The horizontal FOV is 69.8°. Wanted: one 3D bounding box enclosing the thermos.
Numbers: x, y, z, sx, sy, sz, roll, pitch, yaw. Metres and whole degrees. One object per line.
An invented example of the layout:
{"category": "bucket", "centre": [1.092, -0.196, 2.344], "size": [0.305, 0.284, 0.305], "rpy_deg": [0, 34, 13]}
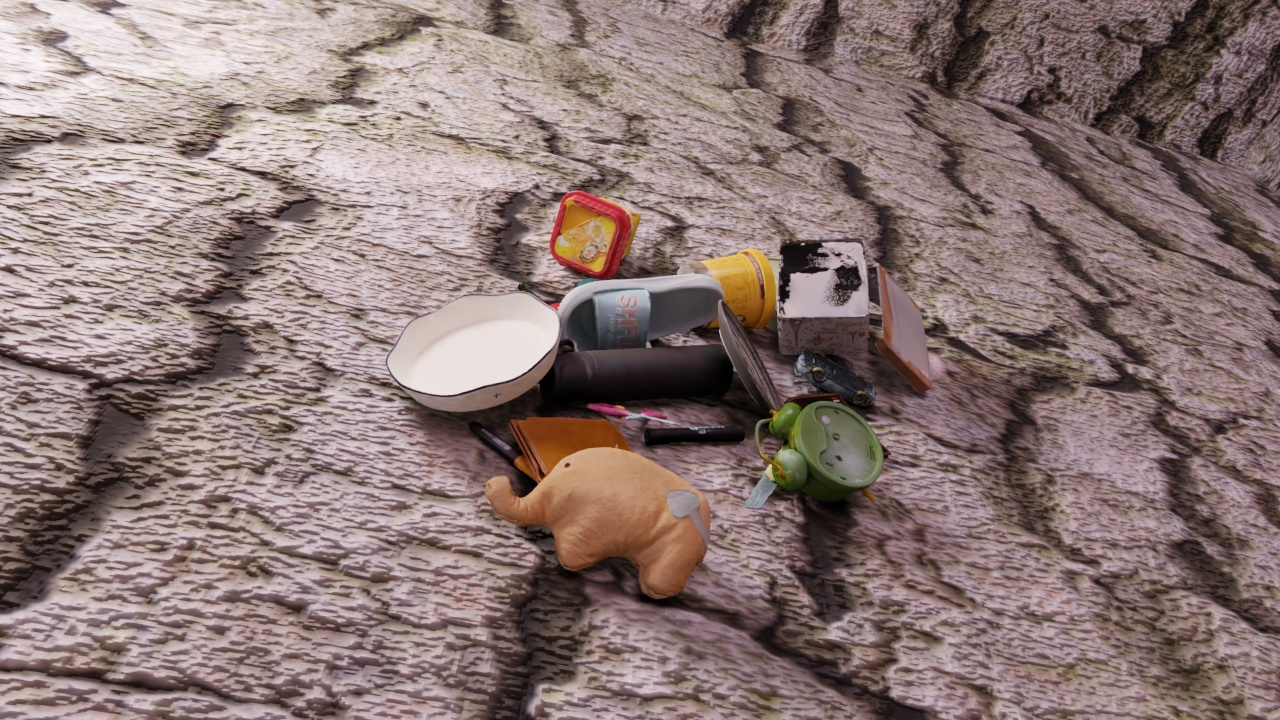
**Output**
{"category": "thermos", "centre": [-0.007, 0.007, 1.151], "size": [0.242, 0.069, 0.090], "rpy_deg": [-1, 56, -26]}

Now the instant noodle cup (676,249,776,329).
{"category": "instant noodle cup", "centre": [0.120, -0.099, 1.335], "size": [0.114, 0.119, 0.118], "rpy_deg": [-7, 39, -21]}

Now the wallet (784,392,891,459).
{"category": "wallet", "centre": [0.257, 0.089, 1.201], "size": [0.096, 0.020, 0.122], "rpy_deg": [-5, 41, -30]}

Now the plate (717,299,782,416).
{"category": "plate", "centre": [0.137, 0.004, 1.182], "size": [0.024, 0.179, 0.179], "rpy_deg": [-29, 23, 13]}

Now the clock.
{"category": "clock", "centre": [0.209, 0.107, 1.087], "size": [0.161, 0.056, 0.116], "rpy_deg": [15, 49, -16]}

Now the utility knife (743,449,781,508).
{"category": "utility knife", "centre": [0.176, 0.117, 1.112], "size": [0.031, 0.021, 0.207], "rpy_deg": [29, 37, 16]}

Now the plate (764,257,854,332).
{"category": "plate", "centre": [0.246, -0.104, 1.472], "size": [0.230, 0.028, 0.229], "rpy_deg": [11, 33, -7]}

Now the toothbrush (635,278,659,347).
{"category": "toothbrush", "centre": [0.015, -0.046, 1.286], "size": [0.027, 0.026, 0.212], "rpy_deg": [6, 37, -18]}

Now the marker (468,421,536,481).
{"category": "marker", "centre": [-0.142, 0.101, 1.008], "size": [0.124, 0.015, 0.018], "rpy_deg": [32, 34, 22]}

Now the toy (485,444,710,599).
{"category": "toy", "centre": [-0.039, 0.148, 0.920], "size": [0.226, 0.083, 0.143], "rpy_deg": [18, 46, 2]}

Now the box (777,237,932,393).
{"category": "box", "centre": [0.320, -0.075, 1.347], "size": [0.271, 0.133, 0.178], "rpy_deg": [19, 46, -10]}

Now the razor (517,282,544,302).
{"category": "razor", "centre": [-0.166, -0.059, 1.223], "size": [0.043, 0.028, 0.132], "rpy_deg": [45, 27, -15]}

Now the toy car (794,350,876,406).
{"category": "toy car", "centre": [0.273, 0.027, 1.283], "size": [0.120, 0.037, 0.054], "rpy_deg": [25, 33, -5]}

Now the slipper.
{"category": "slipper", "centre": [0.004, -0.053, 1.205], "size": [0.245, 0.104, 0.074], "rpy_deg": [-11, 46, -21]}

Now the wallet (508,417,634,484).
{"category": "wallet", "centre": [-0.071, 0.095, 1.018], "size": [0.130, 0.035, 0.119], "rpy_deg": [6, 30, -35]}

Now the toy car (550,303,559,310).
{"category": "toy car", "centre": [-0.118, -0.045, 1.223], "size": [0.049, 0.031, 0.106], "rpy_deg": [25, 36, 14]}

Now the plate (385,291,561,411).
{"category": "plate", "centre": [-0.190, -0.010, 1.071], "size": [0.205, 0.046, 0.204], "rpy_deg": [-7, 36, 5]}

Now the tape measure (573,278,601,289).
{"category": "tape measure", "centre": [-0.066, -0.099, 1.329], "size": [0.058, 0.025, 0.054], "rpy_deg": [7, 35, -16]}

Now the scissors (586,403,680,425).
{"category": "scissors", "centre": [0.000, 0.066, 1.082], "size": [0.133, 0.017, 0.131], "rpy_deg": [9, 0, 41]}

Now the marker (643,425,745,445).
{"category": "marker", "centre": [0.066, 0.091, 1.110], "size": [0.131, 0.022, 0.020], "rpy_deg": [0, 29, -25]}

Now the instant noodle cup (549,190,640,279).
{"category": "instant noodle cup", "centre": [-0.062, -0.197, 1.408], "size": [0.116, 0.116, 0.123], "rpy_deg": [25, 22, 13]}
